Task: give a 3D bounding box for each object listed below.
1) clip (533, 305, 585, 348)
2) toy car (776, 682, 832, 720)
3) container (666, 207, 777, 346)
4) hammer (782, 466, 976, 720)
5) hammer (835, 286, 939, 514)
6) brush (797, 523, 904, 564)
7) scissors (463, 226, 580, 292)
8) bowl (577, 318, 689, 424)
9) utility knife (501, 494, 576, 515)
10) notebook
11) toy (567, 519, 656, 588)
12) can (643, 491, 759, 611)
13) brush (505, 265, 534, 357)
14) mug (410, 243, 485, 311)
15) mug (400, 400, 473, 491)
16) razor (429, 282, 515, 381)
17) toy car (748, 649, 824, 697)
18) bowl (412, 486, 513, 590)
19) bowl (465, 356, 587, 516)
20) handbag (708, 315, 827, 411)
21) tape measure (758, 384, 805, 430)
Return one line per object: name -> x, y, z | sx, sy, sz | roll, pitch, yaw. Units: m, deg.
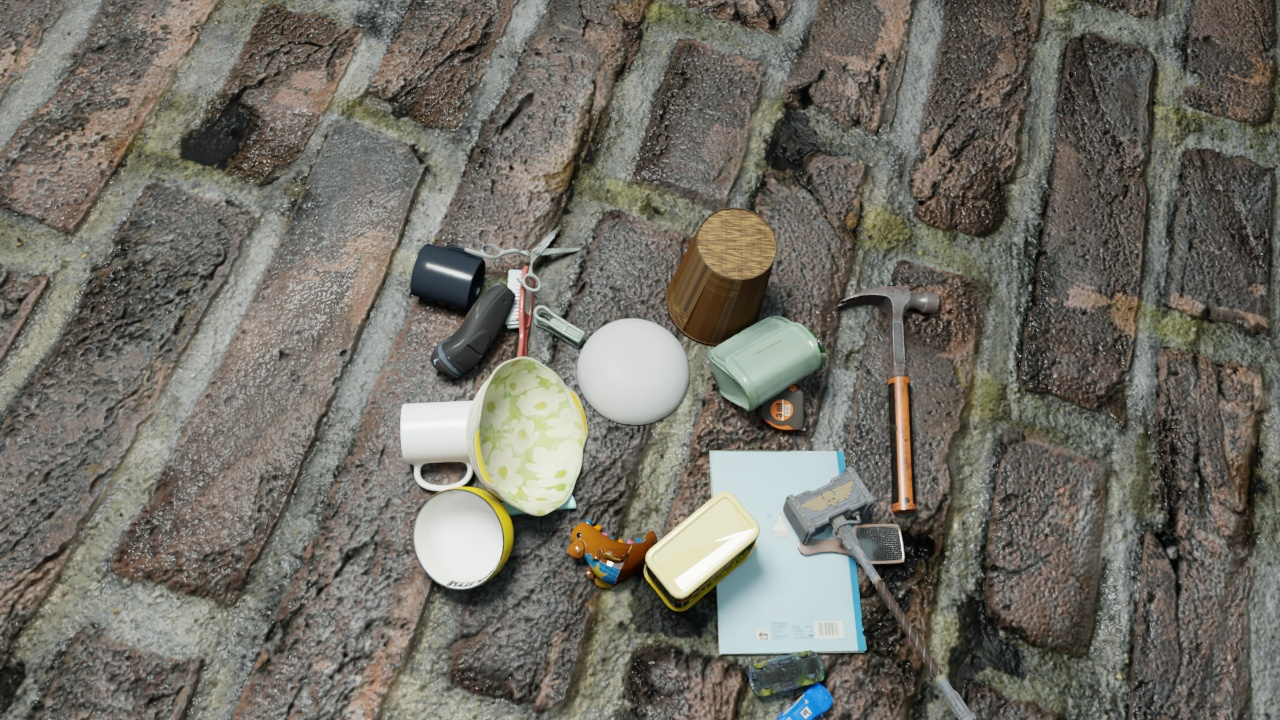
clip -> -0.109, -0.045, 1.216 | 0.076, 0.042, 0.023 | 31, 67, 7
toy car -> 0.187, 0.406, 1.049 | 0.091, 0.062, 0.033 | -36, 76, -17
container -> 0.108, -0.111, 1.187 | 0.132, 0.167, 0.132 | 2, 68, -5
hammer -> 0.292, 0.281, 1.074 | 0.098, 0.044, 0.321 | -23, 61, -14
hammer -> 0.332, 0.046, 1.220 | 0.138, 0.035, 0.313 | 5, 69, -4
brush -> 0.263, 0.229, 1.141 | 0.135, 0.015, 0.049 | 0, 68, -7
scissors -> -0.155, -0.148, 1.225 | 0.158, 0.014, 0.141 | 19, 46, -16
bowl -> -0.007, 0.007, 1.197 | 0.149, 0.043, 0.149 | 2, 68, -5
utility knife -> -0.163, 0.183, 1.131 | 0.165, 0.015, 0.022 | -7, 71, -5
notebook -> 0.180, 0.234, 1.144 | 0.181, 0.009, 0.253 | 1, 68, -5
toy -> -0.034, 0.222, 1.116 | 0.090, 0.071, 0.102 | 36, 46, 22
can -> 0.071, 0.224, 1.078 | 0.135, 0.104, 0.075 | -37, 72, -12
brush -> -0.162, -0.044, 1.209 | 0.030, 0.041, 0.172 | -3, 70, 12
mug -> -0.248, -0.119, 1.216 | 0.077, 0.071, 0.104 | 17, 41, 1
mug -> -0.243, 0.106, 1.127 | 0.090, 0.074, 0.110 | -2, 95, -7
razor -> -0.215, -0.040, 1.182 | 0.064, 0.053, 0.140 | 24, 74, 44
toy car -> 0.171, 0.368, 1.081 | 0.089, 0.027, 0.038 | -11, 68, -7
bowl -> -0.200, 0.204, 1.078 | 0.117, 0.067, 0.117 | 0, 90, 16
bowl -> -0.149, 0.094, 1.103 | 0.060, 0.218, 0.188 | -12, 95, 31
handbag -> 0.160, 0.000, 1.175 | 0.121, 0.067, 0.106 | -29, 30, -14
tape measure -> 0.184, 0.060, 1.195 | 0.059, 0.038, 0.058 | -3, 105, 3
